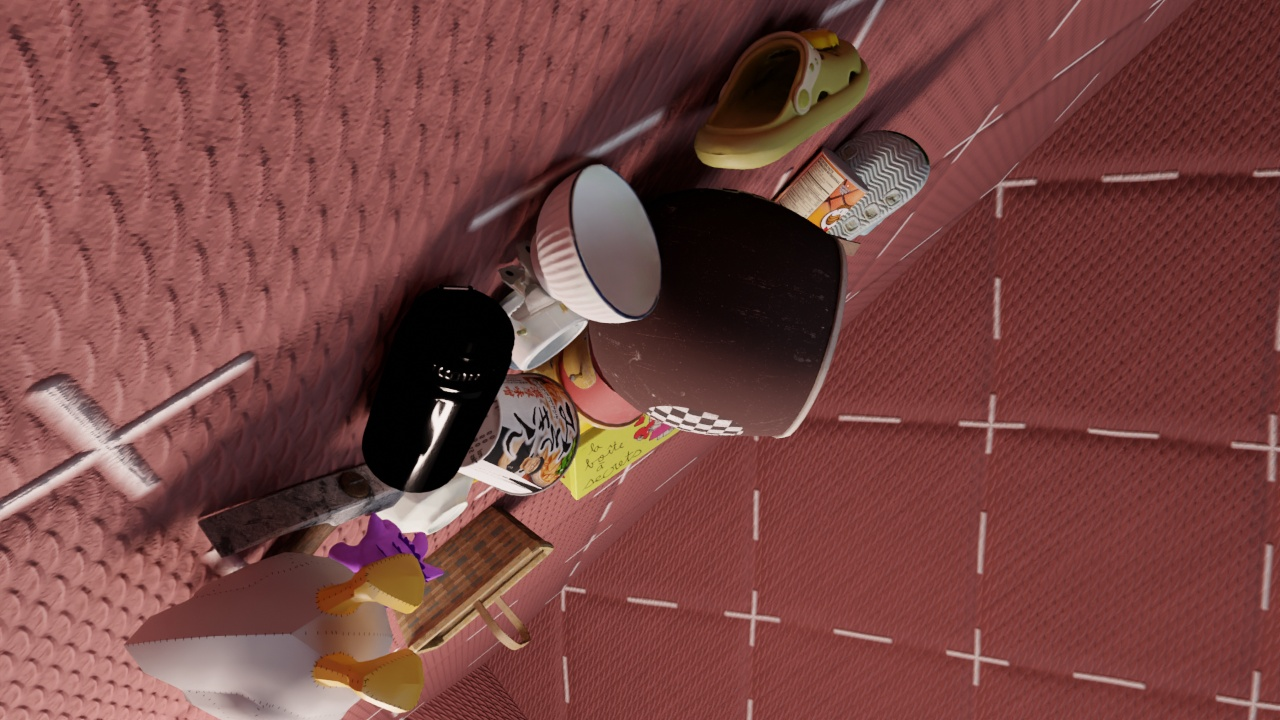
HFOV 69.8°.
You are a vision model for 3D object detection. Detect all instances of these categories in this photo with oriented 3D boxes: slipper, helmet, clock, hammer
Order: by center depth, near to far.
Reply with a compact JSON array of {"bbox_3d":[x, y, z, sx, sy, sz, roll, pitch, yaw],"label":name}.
[{"bbox_3d":[0.107,-0.217,0.723,0.190,0.092,0.082,-44,131,-35],"label":"slipper"},{"bbox_3d":[-0.090,-0.032,0.798,0.083,0.057,0.118,-38,175,-12],"label":"clock"},{"bbox_3d":[0.082,-0.047,0.826,0.234,0.253,0.233,134,-31,-84],"label":"helmet"},{"bbox_3d":[-0.368,0.212,0.853,0.301,0.037,0.217,-46,167,24],"label":"hammer"},{"bbox_3d":[-0.006,0.006,0.952,0.158,0.117,0.081,15,147,-29],"label":"clock"},{"bbox_3d":[0.254,-0.196,1.166,0.246,0.104,0.074,-41,171,32],"label":"slipper"}]

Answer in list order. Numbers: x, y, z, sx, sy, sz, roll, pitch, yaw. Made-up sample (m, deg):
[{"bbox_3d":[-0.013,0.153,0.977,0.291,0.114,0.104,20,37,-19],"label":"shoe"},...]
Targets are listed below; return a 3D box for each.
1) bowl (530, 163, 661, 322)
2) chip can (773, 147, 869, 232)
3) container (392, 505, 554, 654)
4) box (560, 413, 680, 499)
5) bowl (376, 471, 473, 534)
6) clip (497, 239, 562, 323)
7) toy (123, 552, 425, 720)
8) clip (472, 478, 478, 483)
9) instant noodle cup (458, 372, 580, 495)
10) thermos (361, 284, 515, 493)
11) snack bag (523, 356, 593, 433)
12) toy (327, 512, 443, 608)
[{"bbox_3d":[-0.040,-0.081,0.686,0.062,0.118,0.117,-15,-178,30],"label":"bowl"},{"bbox_3d":[0.173,-0.153,1.116,0.215,0.075,0.075,-46,167,24],"label":"chip can"},{"bbox_3d":[-0.238,0.363,1.406,0.250,0.186,0.157,-40,168,-5],"label":"container"},{"bbox_3d":[-0.024,0.076,1.225,0.220,0.082,0.125,-33,147,-29],"label":"box"},{"bbox_3d":[-0.227,0.147,0.993,0.117,0.061,0.117,-38,167,-11],"label":"bowl"},{"bbox_3d":[-0.084,-0.059,0.715,0.046,0.056,0.101,-53,171,29],"label":"clip"},{"bbox_3d":[-0.299,0.235,0.759,0.268,0.140,0.246,-16,157,29],"label":"toy"},{"bbox_3d":[-0.206,0.128,1.094,0.053,0.044,0.049,-23,123,-51],"label":"clip"},{"bbox_3d":[-0.138,0.063,0.864,0.124,0.123,0.121,-43,158,9],"label":"instant noodle cup"},{"bbox_3d":[-0.155,0.019,0.705,0.085,0.086,0.199,-31,164,-39],"label":"thermos"},{"bbox_3d":[-0.058,0.026,1.062,0.246,0.068,0.160,-31,163,-38],"label":"snack bag"},{"bbox_3d":[-0.237,0.188,0.866,0.105,0.088,0.056,-26,155,-50],"label":"toy"}]
